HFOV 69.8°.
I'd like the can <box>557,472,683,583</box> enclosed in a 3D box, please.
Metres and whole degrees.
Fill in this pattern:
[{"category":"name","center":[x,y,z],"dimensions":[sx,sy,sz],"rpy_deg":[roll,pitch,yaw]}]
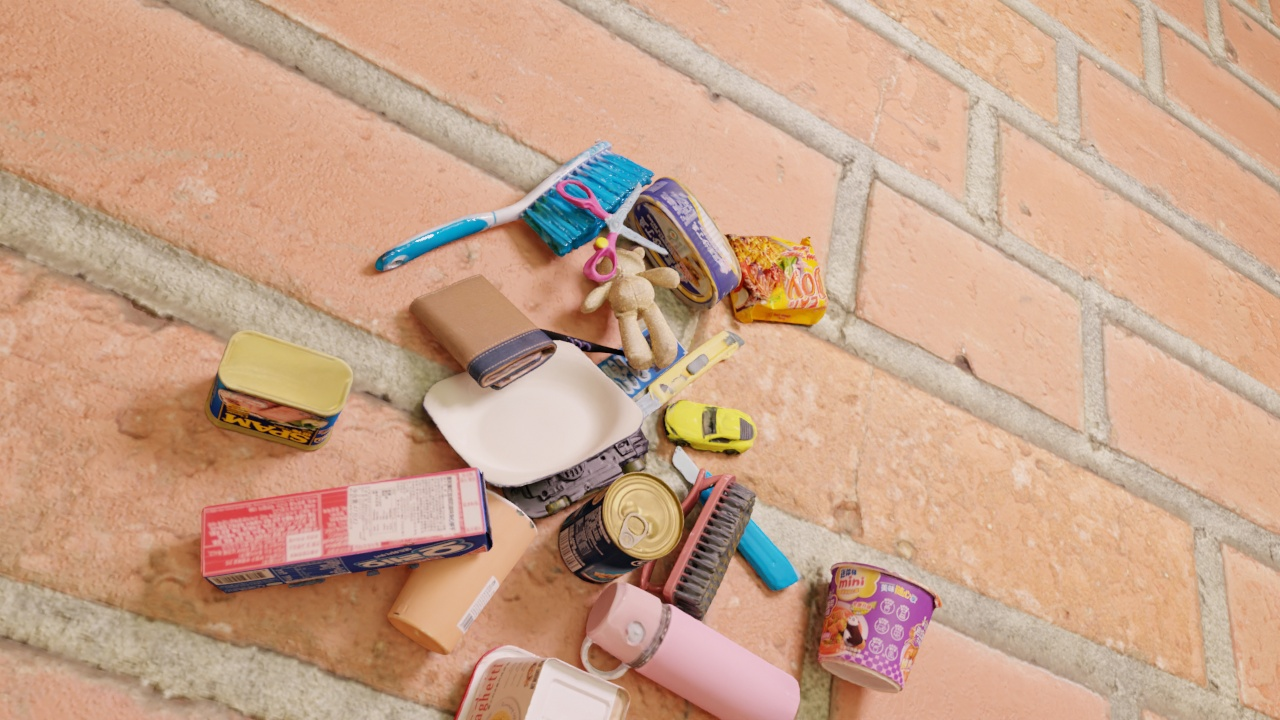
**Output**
[{"category":"can","center":[-0.020,0.151,0.813],"dimensions":[0.075,0.111,0.075],"rpy_deg":[11,62,-23]}]

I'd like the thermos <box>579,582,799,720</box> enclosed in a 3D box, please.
[{"category":"thermos","center":[0.041,0.277,0.821],"dimensions":[0.198,0.067,0.087],"rpy_deg":[32,85,-13]}]

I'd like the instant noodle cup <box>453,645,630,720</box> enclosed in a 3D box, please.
[{"category":"instant noodle cup","center":[-0.075,0.284,0.710],"dimensions":[0.116,0.124,0.116],"rpy_deg":[29,56,-15]}]

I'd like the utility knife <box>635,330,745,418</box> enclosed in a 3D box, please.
[{"category":"utility knife","center":[0.050,0.014,0.979],"dimensions":[0.183,0.019,0.031],"rpy_deg":[-37,82,-32]}]

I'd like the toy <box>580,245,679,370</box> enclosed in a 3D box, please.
[{"category":"toy","center":[-0.005,-0.054,0.926],"dimensions":[0.105,0.066,0.157],"rpy_deg":[-21,50,0]}]

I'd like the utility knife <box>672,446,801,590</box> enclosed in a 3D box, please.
[{"category":"utility knife","center":[0.093,0.160,0.929],"dimensions":[0.034,0.018,0.182],"rpy_deg":[-40,89,-19]}]

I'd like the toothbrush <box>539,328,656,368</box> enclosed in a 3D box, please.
[{"category":"toothbrush","center":[-0.072,-0.018,0.902],"dimensions":[0.189,0.014,0.016],"rpy_deg":[14,29,-10]}]

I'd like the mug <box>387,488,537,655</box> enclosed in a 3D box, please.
[{"category":"mug","center":[-0.148,0.174,0.755],"dimensions":[0.078,0.078,0.122],"rpy_deg":[37,60,-10]}]

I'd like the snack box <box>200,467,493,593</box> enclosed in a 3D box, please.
[{"category":"snack box","center":[-0.218,0.130,0.700],"dimensions":[0.207,0.057,0.058],"rpy_deg":[-7,64,-9]}]

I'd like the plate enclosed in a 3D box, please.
[{"category":"plate","center":[-0.096,0.053,0.826],"dimensions":[0.163,0.034,0.164],"rpy_deg":[-22,43,-27]}]

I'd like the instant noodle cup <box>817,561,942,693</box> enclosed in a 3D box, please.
[{"category":"instant noodle cup","center":[0.228,0.266,0.906],"dimensions":[0.111,0.112,0.099],"rpy_deg":[31,64,-13]}]

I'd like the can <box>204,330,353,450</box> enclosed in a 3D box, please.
[{"category":"can","center":[-0.289,0.025,0.736],"dimensions":[0.102,0.083,0.057],"rpy_deg":[19,59,-21]}]

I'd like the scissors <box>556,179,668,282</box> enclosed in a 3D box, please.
[{"category":"scissors","center":[-0.032,-0.137,0.927],"dimensions":[0.134,0.017,0.133],"rpy_deg":[32,60,-4]}]

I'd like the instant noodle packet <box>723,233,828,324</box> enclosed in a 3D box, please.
[{"category":"instant noodle packet","center":[0.159,-0.096,1.072],"dimensions":[0.128,0.044,0.110],"rpy_deg":[-1,73,-30]}]

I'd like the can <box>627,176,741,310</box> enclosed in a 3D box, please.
[{"category":"can","center":[0.048,-0.126,0.999],"dimensions":[0.049,0.075,0.148],"rpy_deg":[-42,101,-35]}]

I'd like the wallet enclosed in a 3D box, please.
[{"category":"wallet","center":[-0.147,-0.029,0.853],"dimensions":[0.090,0.033,0.115],"rpy_deg":[-29,63,-37]}]

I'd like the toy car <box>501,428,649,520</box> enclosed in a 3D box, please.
[{"category":"toy car","center":[-0.060,0.095,0.858],"dimensions":[0.157,0.042,0.070],"rpy_deg":[-21,78,-31]}]

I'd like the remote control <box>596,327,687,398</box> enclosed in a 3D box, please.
[{"category":"remote control","center":[-0.006,0.005,0.942],"dimensions":[0.124,0.024,0.049],"rpy_deg":[-37,89,-35]}]

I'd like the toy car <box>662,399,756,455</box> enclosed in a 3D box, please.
[{"category":"toy car","center":[0.073,0.068,0.953],"dimensions":[0.105,0.032,0.048],"rpy_deg":[11,63,-23]}]

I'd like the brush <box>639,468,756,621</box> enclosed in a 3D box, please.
[{"category":"brush","center":[0.055,0.168,0.874],"dimensions":[0.069,0.063,0.145],"rpy_deg":[19,60,20]}]

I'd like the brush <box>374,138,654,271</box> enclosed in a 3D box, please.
[{"category":"brush","center":[-0.117,-0.143,0.936],"dimensions":[0.109,0.061,0.313],"rpy_deg":[44,56,2]}]
